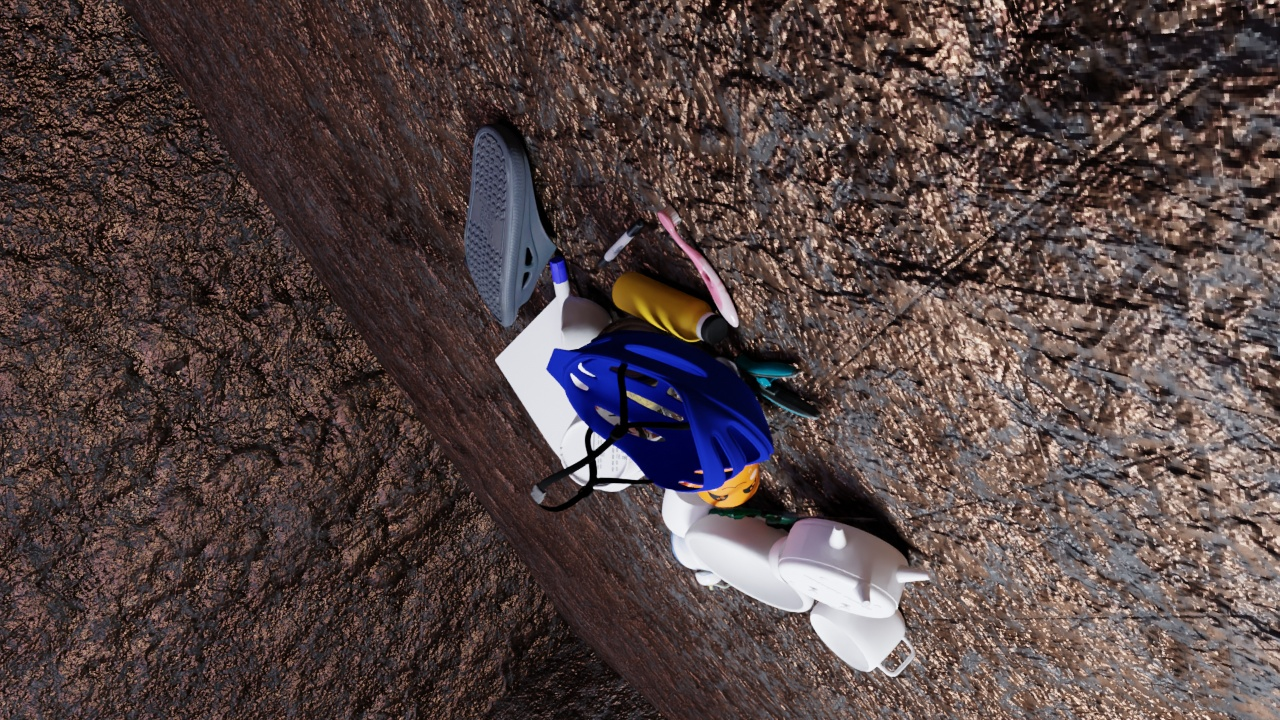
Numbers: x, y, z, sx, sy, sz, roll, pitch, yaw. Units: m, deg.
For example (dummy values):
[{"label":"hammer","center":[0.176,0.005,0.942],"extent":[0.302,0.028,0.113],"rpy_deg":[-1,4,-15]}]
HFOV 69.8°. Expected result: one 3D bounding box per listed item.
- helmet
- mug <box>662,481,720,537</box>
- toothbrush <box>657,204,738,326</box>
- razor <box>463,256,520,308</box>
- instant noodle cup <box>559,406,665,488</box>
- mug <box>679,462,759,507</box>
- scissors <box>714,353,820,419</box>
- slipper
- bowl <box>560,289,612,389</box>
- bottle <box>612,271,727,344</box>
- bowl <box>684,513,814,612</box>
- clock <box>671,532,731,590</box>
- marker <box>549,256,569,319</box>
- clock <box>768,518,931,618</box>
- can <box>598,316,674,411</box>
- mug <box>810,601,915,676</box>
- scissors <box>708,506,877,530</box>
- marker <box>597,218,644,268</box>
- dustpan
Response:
[{"label":"helmet","center":[0.002,0.077,0.898],"extent":[0.241,0.227,0.148],"rpy_deg":[31,142,2]},{"label":"mug","center":[0.060,0.170,1.215],"extent":[0.114,0.080,0.088],"rpy_deg":[41,153,23]},{"label":"toothbrush","center":[0.057,-0.087,0.856],"extent":[0.135,0.016,0.022],"rpy_deg":[55,161,-19]},{"label":"razor","center":[-0.215,-0.120,1.344],"extent":[0.143,0.047,0.052],"rpy_deg":[41,-177,31]},{"label":"instant noodle cup","center":[-0.039,0.099,1.133],"extent":[0.123,0.124,0.121],"rpy_deg":[50,-161,1]},{"label":"mug","center":[0.077,0.114,1.033],"extent":[0.096,0.112,0.077],"rpy_deg":[77,177,-52]},{"label":"scissors","center":[0.123,0.020,0.900],"extent":[0.126,0.019,0.155],"rpy_deg":[47,162,14]},{"label":"slipper","center":[-0.151,-0.163,1.093],"extent":[0.110,0.083,0.269],"rpy_deg":[48,144,32]},{"label":"bowl","center":[-0.060,-0.023,1.121],"extent":[0.114,0.050,0.114],"rpy_deg":[-4,-91,-82]},{"label":"bottle","center":[0.030,-0.052,0.932],"extent":[0.144,0.043,0.043],"rpy_deg":[28,151,46]},{"label":"bowl","center":[0.146,0.240,1.150],"extent":[0.176,0.066,0.177],"rpy_deg":[28,157,13]},{"label":"clock","center":[0.099,0.262,1.285],"extent":[0.125,0.088,0.052],"rpy_deg":[56,153,-15]},{"label":"marker","center":[-0.094,-0.064,1.162],"extent":[0.020,0.020,0.142],"rpy_deg":[30,138,45]},{"label":"clock","center":[0.205,0.222,0.947],"extent":[0.125,0.072,0.161],"rpy_deg":[28,158,-7]},{"label":"can","center":[-0.006,0.006,1.045],"extent":[0.090,0.089,0.075],"rpy_deg":[41,158,25]},{"label":"mug","center":[0.258,0.307,1.051],"extent":[0.115,0.068,0.094],"rpy_deg":[41,159,24]},{"label":"scissors","center":[0.189,0.179,1.011],"extent":[0.210,0.015,0.137],"rpy_deg":[-6,158,45]},{"label":"marker","center":[-0.022,-0.122,0.968],"extent":[0.011,0.011,0.152],"rpy_deg":[51,160,-3]},{"label":"dustpan","center":[-0.073,0.055,1.273],"extent":[0.257,0.053,0.192],"rpy_deg":[57,136,5]}]
